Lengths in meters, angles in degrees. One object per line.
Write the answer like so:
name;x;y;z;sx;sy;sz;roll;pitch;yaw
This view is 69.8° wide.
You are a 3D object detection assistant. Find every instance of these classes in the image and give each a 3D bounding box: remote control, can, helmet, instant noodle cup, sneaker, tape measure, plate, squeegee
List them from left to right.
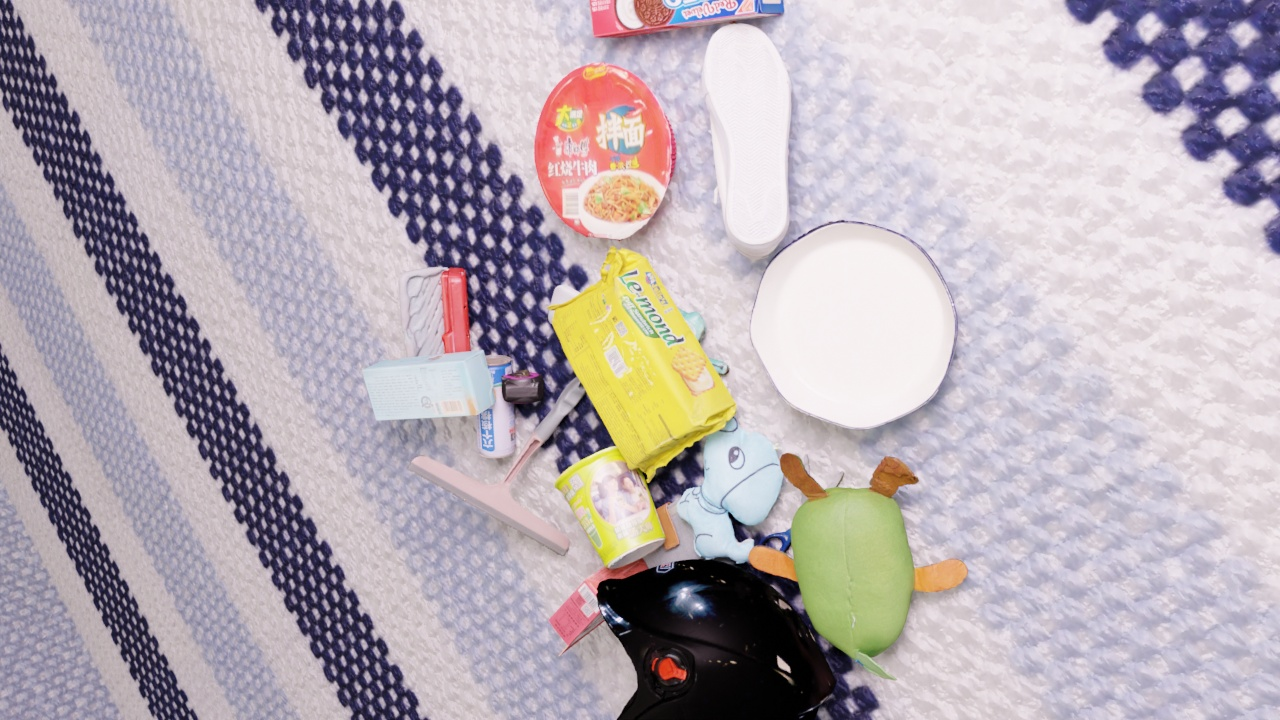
can;-0.200;0.063;1.256;0.053;0.053;0.135;9;108;34
tape measure;-0.156;0.034;1.213;0.057;0.058;0.039;-2;98;-9
squeegee;-0.135;0.107;1.212;0.247;0.040;0.250;33;108;-14
remote control;-0.058;-0.045;1.144;0.136;0.020;0.056;30;118;26
instant noodle cup;-0.030;-0.236;1.044;0.194;0.065;0.194;9;107;34
instant noodle cup;-0.030;0.182;1.114;0.112;0.111;0.123;-42;65;36
helmet;0.075;0.336;1.021;0.230;0.233;0.274;-33;86;6
sneaker;0.114;-0.221;0.944;0.089;0.091;0.242;-5;80;8
plate;0.214;-0.036;0.919;0.205;0.045;0.205;5;100;27

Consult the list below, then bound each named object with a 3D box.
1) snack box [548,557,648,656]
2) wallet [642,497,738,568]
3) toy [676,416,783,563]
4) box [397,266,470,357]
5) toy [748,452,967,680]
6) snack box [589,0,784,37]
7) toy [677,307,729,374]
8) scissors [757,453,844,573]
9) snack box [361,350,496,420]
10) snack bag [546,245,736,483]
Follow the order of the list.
snack box;-0.054;0.306;1.178;0.044;0.113;0.127;48;125;15
wallet;0.052;0.226;1.128;0.130;0.036;0.106;-39;80;36
toy;0.106;0.147;1.051;0.157;0.049;0.161;-28;81;25
box;-0.283;-0.026;1.263;0.098;0.095;0.201;-4;105;-8
toy;0.223;0.209;0.967;0.227;0.089;0.247;0;106;26
snack box;0.045;-0.376;0.956;0.208;0.058;0.057;6;109;35
toy;0.058;-0.015;1.064;0.097;0.030;0.092;10;113;26
scissors;0.189;0.196;1.036;0.163;0.012;0.163;-38;77;36
snack box;-0.281;0.034;1.216;0.175;0.051;0.074;-5;106;25
snack bag;-0.006;0.006;1.058;0.158;0.068;0.246;-37;81;43
